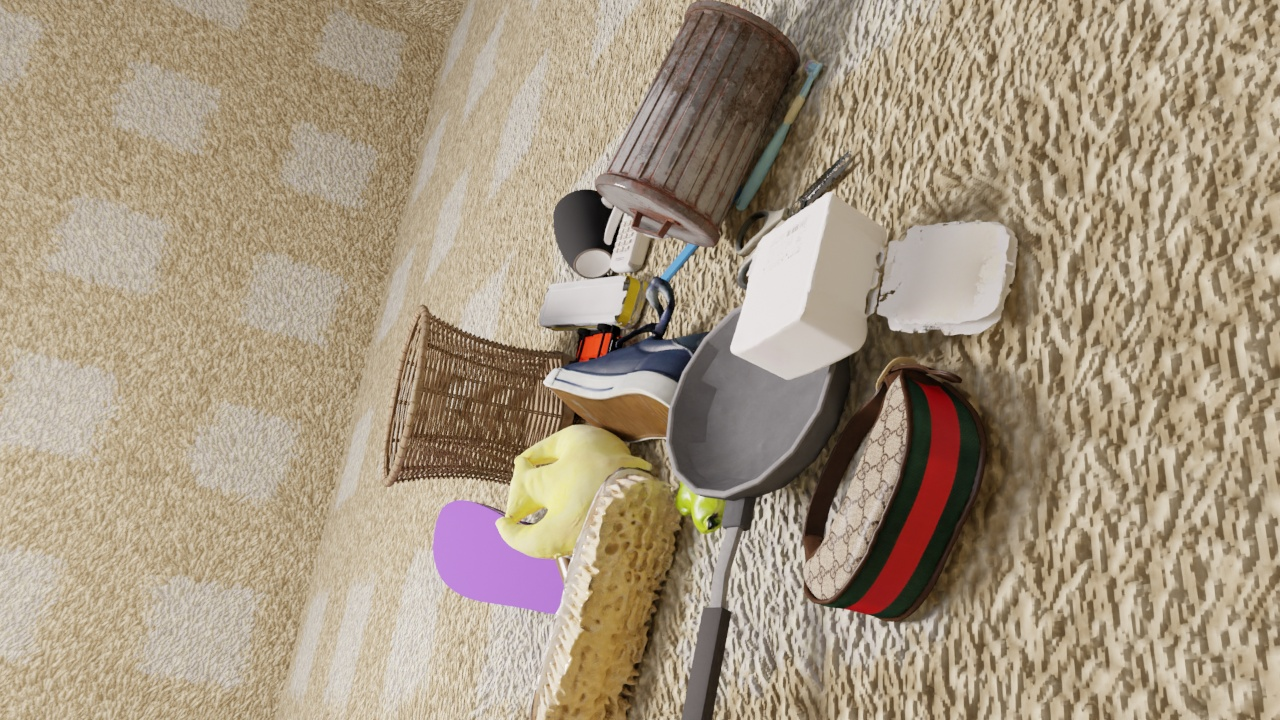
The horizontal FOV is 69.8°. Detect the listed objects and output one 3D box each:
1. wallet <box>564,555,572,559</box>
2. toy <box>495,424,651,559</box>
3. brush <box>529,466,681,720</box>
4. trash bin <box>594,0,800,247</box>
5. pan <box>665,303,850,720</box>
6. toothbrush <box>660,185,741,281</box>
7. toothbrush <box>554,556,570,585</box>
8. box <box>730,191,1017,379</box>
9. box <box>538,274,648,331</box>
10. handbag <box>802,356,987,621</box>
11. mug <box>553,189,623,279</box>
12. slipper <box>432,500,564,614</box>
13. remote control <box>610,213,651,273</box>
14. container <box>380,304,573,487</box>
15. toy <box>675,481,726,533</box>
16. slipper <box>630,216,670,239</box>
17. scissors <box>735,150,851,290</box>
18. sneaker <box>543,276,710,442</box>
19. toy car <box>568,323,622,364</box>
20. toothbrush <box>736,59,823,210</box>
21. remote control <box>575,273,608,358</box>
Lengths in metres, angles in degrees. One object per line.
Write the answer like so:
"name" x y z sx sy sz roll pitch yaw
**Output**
"wallet" -0.053 0.156 0.961 0.086 0.032 0.116 -35 29 0
"toy" -0.064 0.129 0.919 0.170 0.155 0.065 -79 -23 -50
"brush" -0.033 0.232 0.836 0.057 0.083 0.271 12 84 66
"trash bin" 0.052 -0.216 0.882 0.211 0.130 0.131 -64 24 -2
"pan" 0.075 0.109 0.683 0.179 0.041 0.356 -19 49 49
"toothbrush" 0.057 -0.131 0.980 0.167 0.014 0.016 -48 33 44
"toothbrush" -0.063 0.244 0.927 0.016 0.016 0.166 -44 48 22
"box" 0.143 -0.055 0.612 0.191 0.083 0.110 -11 54 47
"box" -0.064 -0.070 1.139 0.210 0.033 0.064 1 70 57
"handbag" 0.151 0.076 0.586 0.138 0.063 0.167 -116 44 -71
"mug" -0.056 -0.167 1.172 0.119 0.084 0.100 -44 40 31
"slipper" -0.133 0.234 1.069 0.267 0.084 0.107 3 77 44
"remote control" -0.002 -0.173 1.122 0.060 0.025 0.138 6 79 66
"container" -0.207 0.062 1.165 0.227 0.196 0.227 -168 91 -70
"toy" 0.057 0.108 0.790 0.094 0.036 0.094 -44 29 56
"slipper" 0.054 -0.251 1.002 0.112 0.074 0.247 27 102 35
"scissors" 0.132 -0.118 0.814 0.170 0.012 0.131 0 76 63
"sneaker" -0.006 0.005 0.942 0.127 0.120 0.295 -55 21 -20
"toy car" -0.047 -0.011 1.077 0.100 0.048 0.051 -8 66 64
"toothbrush" 0.130 -0.213 0.877 0.155 0.016 0.022 -63 33 20
"remote control" -0.061 -0.040 1.167 0.041 0.020 0.151 -31 46 56
